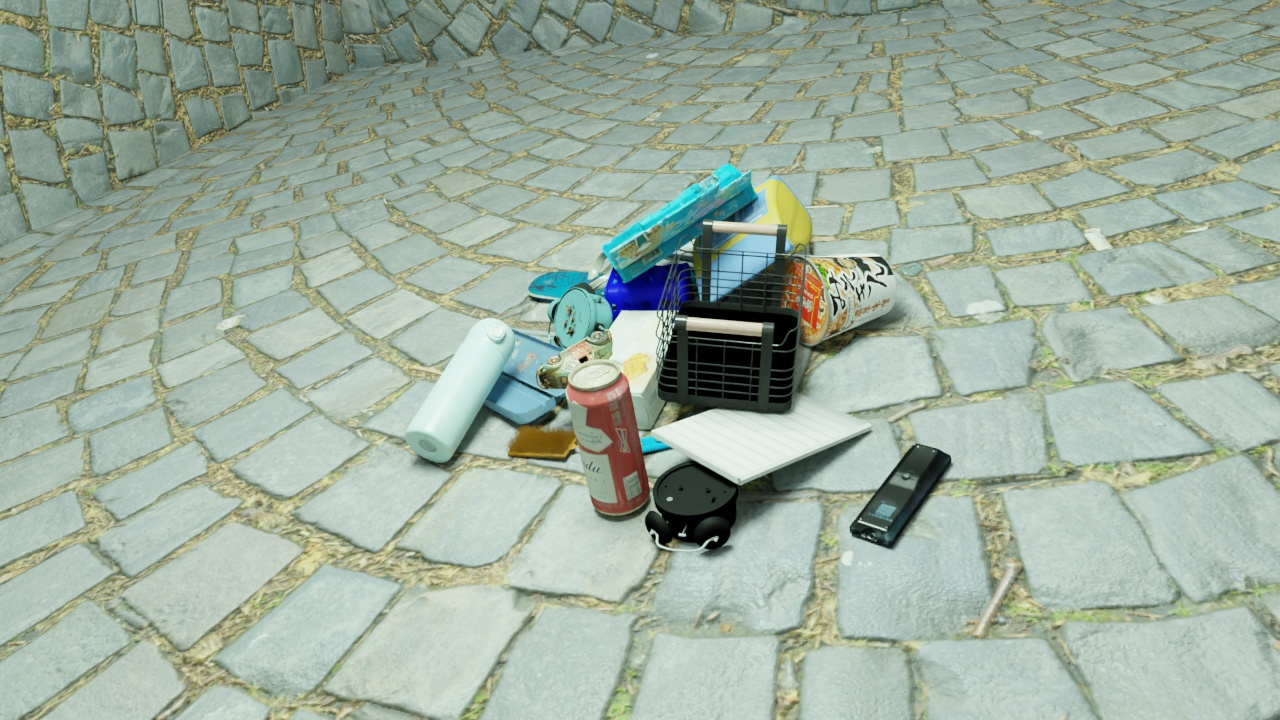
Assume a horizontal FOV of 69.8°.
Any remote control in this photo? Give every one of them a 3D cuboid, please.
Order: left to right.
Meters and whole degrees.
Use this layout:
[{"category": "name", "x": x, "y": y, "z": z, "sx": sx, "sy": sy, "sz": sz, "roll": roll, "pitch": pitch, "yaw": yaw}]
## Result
[{"category": "remote control", "x": 0.268, "y": 0.132, "z": 0.940, "sx": 0.047, "sy": 0.022, "sz": 0.149, "roll": 14, "pitch": 39, "yaw": 36}]

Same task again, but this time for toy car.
[{"category": "toy car", "x": -0.073, "y": 0.008, "z": 1.129, "sx": 0.111, "sy": 0.047, "sz": 0.047, "roll": -31, "pitch": 57, "yaw": -18}]

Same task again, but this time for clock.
[{"category": "clock", "x": -0.091, "y": -0.052, "z": 1.304, "sx": 0.053, "sy": 0.090, "sz": 0.125, "roll": 7, "pitch": -18, "yaw": -39}, {"category": "clock", "x": 0.055, "y": 0.156, "z": 0.953, "sx": 0.091, "sy": 0.043, "sz": 0.120, "roll": 1, "pitch": 33, "yaw": 21}]

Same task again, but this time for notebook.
[{"category": "notebook", "x": 0.138, "y": 0.079, "z": 1.038, "sx": 0.209, "sy": 0.009, "sz": 0.143, "roll": -16, "pitch": 27, "yaw": -35}]

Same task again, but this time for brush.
[{"category": "brush", "x": -0.102, "y": 0.099, "z": 1.119, "sx": 0.127, "sy": 0.017, "sz": 0.048, "roll": -1, "pitch": 32, "yaw": 26}]

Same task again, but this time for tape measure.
[{"category": "tape measure", "x": -0.087, "y": -0.083, "z": 1.384, "sx": 0.038, "sy": 0.063, "sz": 0.067, "roll": -24, "pitch": 34, "yaw": -20}]

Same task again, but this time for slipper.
[{"category": "slipper", "x": -0.050, "y": -0.131, "z": 1.457, "sx": 0.295, "sy": 0.060, "sz": 0.118, "roll": 3, "pitch": 36, "yaw": 23}]

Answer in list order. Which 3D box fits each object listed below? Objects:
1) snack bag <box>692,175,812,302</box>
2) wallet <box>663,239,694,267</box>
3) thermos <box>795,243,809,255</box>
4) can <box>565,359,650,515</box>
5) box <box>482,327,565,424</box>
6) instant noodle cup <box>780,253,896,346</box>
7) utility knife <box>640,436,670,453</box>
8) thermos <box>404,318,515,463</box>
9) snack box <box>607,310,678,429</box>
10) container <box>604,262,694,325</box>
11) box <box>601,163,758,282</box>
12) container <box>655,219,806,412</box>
[{"category": "snack bag", "x": 0.156, "y": -0.157, "z": 1.310, "sx": 0.159, "sy": 0.102, "sz": 0.204, "roll": -34, "pitch": 19, "yaw": 28}, {"category": "wallet", "x": 0.077, "y": -0.173, "z": 1.470, "sx": 0.115, "sy": 0.037, "sz": 0.118, "roll": -10, "pitch": 22, "yaw": -43}, {"category": "thermos", "x": 0.233, "y": -0.158, "z": 1.408, "sx": 0.052, "sy": 0.052, "sz": 0.223, "roll": -4, "pitch": 31, "yaw": 12}, {"category": "can", "x": -0.034, "y": 0.085, "z": 0.977, "sx": 0.067, "sy": 0.170, "sz": 0.067, "roll": -8, "pitch": 30, "yaw": 4}, {"category": "box", "x": -0.168, "y": 0.021, "z": 1.251, "sx": 0.127, "sy": 0.034, "sz": 0.209, "roll": -43, "pitch": 37, "yaw": -21}, {"category": "instant noodle cup", "x": 0.268, "y": -0.091, "z": 1.234, "sx": 0.121, "sy": 0.124, "sz": 0.123, "roll": -13, "pitch": 29, "yaw": -21}, {"category": "utility knife", "x": 0.015, "y": 0.099, "z": 1.092, "sx": 0.174, "sy": 0.015, "sz": 0.031, "roll": -14, "pitch": 26, "yaw": -2}, {"category": "thermos", "x": -0.228, "y": 0.033, "z": 1.190, "sx": 0.065, "sy": 0.078, "sz": 0.206, "roll": 29, "pitch": 52, "yaw": -5}, {"category": "snack box", "x": -0.007, "y": 0.007, "z": 1.210, "sx": 0.104, "sy": 0.057, "sz": 0.207, "roll": 1, "pitch": 32, "yaw": 22}, {"category": "container", "x": 0.016, "y": -0.089, "z": 1.338, "sx": 0.114, "sy": 0.084, "sz": 0.084, "roll": -3, "pitch": 33, "yaw": 13}, {"category": "box", "x": 0.057, "y": -0.193, "z": 1.281, "sx": 0.227, "sy": 0.071, "sz": 0.182, "roll": -33, "pitch": 13, "yaw": 1}, {"category": "container", "x": 0.114, "y": -0.057, "z": 1.120, "sx": 0.163, "sy": 0.130, "sz": 0.240, "roll": 5, "pitch": 37, "yaw": 10}]
